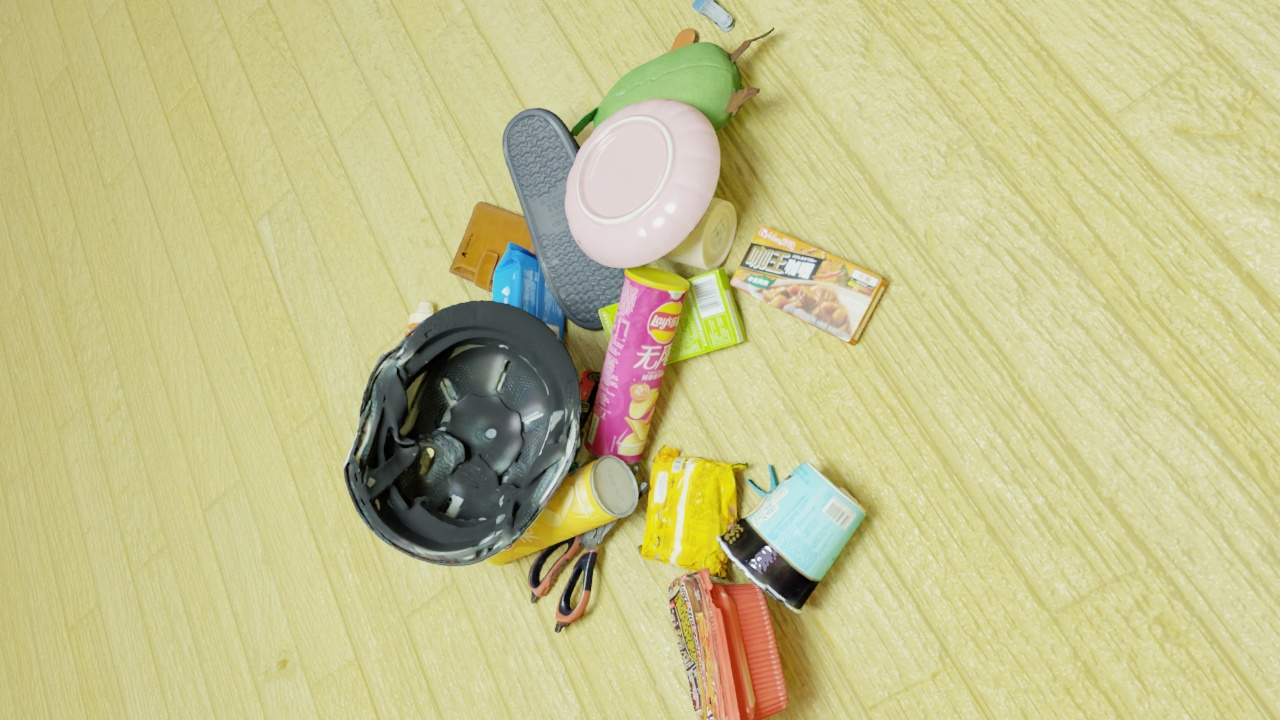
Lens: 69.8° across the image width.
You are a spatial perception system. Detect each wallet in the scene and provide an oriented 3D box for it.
[{"bbox_3d":[-0.183,-0.135,1.191,0.131,0.035,0.119,24,89,31],"label":"wallet"}]

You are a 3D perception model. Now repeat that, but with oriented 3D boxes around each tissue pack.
[{"bbox_3d":[-0.137,-0.058,1.114,0.052,0.094,0.157,-4,80,36],"label":"tissue pack"}]

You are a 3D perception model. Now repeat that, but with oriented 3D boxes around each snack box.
[{"bbox_3d":[0.034,-0.041,1.036,0.157,0.026,0.086,-17,92,27],"label":"snack box"},{"bbox_3d":[0.177,-0.082,0.974,0.154,0.026,0.075,30,97,30],"label":"snack box"}]

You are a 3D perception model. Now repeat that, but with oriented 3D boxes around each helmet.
[{"bbox_3d":[-0.182,0.083,0.993,0.230,0.157,0.273,20,79,-1],"label":"helmet"}]

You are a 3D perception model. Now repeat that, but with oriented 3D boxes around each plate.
[{"bbox_3d":[-0.008,-0.193,0.962,0.193,0.039,0.192,-12,68,32],"label":"plate"}]

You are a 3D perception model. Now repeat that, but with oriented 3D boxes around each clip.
[{"bbox_3d":[0.138,0.140,0.969,0.033,0.013,0.054,-38,66,21],"label":"clip"},{"bbox_3d":[0.089,-0.409,1.082,0.026,0.042,0.058,-48,65,13],"label":"clip"}]

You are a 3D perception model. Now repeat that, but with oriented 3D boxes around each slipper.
[{"bbox_3d":[-0.074,-0.171,1.094,0.111,0.083,0.268,-18,100,25],"label":"slipper"}]

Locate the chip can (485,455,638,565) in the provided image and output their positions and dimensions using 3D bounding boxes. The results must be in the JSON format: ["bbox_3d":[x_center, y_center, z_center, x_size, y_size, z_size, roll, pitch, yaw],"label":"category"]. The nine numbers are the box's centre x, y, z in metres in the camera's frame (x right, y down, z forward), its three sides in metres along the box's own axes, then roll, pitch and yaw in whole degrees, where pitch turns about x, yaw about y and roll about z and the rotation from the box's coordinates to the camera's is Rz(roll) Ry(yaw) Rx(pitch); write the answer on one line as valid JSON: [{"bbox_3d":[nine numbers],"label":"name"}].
[{"bbox_3d":[-0.100,0.174,1.042,0.214,0.072,0.072,-28,69,38],"label":"chip can"}]

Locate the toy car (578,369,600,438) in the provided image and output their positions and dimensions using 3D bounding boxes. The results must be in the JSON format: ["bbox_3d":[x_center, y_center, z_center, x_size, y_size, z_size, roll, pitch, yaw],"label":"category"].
[{"bbox_3d":[-0.069,0.053,1.052,0.031,0.106,0.049,13,123,2],"label":"toy car"}]

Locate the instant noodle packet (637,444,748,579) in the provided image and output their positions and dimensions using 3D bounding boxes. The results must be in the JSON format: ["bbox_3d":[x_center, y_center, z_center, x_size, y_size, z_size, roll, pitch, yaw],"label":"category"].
[{"bbox_3d":[0.057,0.161,0.996,0.111,0.044,0.128,7,83,33],"label":"instant noodle packet"}]

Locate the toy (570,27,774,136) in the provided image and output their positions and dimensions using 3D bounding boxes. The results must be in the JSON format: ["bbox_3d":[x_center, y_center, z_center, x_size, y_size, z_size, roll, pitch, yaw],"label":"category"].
[{"bbox_3d":[0.041,-0.298,1.049,0.247,0.090,0.226,-8,56,36],"label":"toy"}]

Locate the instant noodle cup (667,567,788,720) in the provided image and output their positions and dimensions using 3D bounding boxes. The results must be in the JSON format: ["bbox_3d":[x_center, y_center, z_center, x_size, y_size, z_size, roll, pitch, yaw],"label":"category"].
[{"bbox_3d":[0.086,0.286,0.904,0.079,0.189,0.164,-9,76,-8],"label":"instant noodle cup"}]

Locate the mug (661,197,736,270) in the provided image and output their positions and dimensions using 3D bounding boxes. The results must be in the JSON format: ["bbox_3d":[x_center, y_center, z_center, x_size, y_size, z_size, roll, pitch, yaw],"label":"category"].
[{"bbox_3d":[0.035,-0.151,1.017,0.106,0.114,0.082,20,104,29],"label":"mug"}]

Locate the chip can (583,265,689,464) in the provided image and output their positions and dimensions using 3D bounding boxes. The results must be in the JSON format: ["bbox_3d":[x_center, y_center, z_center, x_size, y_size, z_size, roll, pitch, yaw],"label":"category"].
[{"bbox_3d":[-0.006,0.006,1.010,0.071,0.071,0.211,26,112,31],"label":"chip can"}]

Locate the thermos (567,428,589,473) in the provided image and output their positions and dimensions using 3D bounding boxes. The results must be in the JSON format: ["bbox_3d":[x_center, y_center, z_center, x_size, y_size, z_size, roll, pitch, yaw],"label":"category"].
[{"bbox_3d":[-0.163,0.132,1.116,0.225,0.073,0.073,-25,71,24],"label":"thermos"}]

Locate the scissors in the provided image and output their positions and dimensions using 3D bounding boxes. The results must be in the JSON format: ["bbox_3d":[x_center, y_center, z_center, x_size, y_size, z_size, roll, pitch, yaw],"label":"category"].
[{"bbox_3d":[-0.057,0.217,1.047,0.202,0.015,0.205,-12,70,42],"label":"scissors"}]

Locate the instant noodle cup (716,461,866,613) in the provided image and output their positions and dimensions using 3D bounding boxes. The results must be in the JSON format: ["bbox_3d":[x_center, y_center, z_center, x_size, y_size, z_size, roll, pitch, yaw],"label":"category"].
[{"bbox_3d":[0.155,0.167,0.909,0.111,0.111,0.120,42,95,28],"label":"instant noodle cup"}]

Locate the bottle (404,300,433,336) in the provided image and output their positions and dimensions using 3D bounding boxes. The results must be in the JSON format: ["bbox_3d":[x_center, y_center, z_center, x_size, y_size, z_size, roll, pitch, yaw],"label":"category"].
[{"bbox_3d":[-0.291,-0.008,1.218,0.067,0.066,0.149,-8,71,29],"label":"bottle"}]
